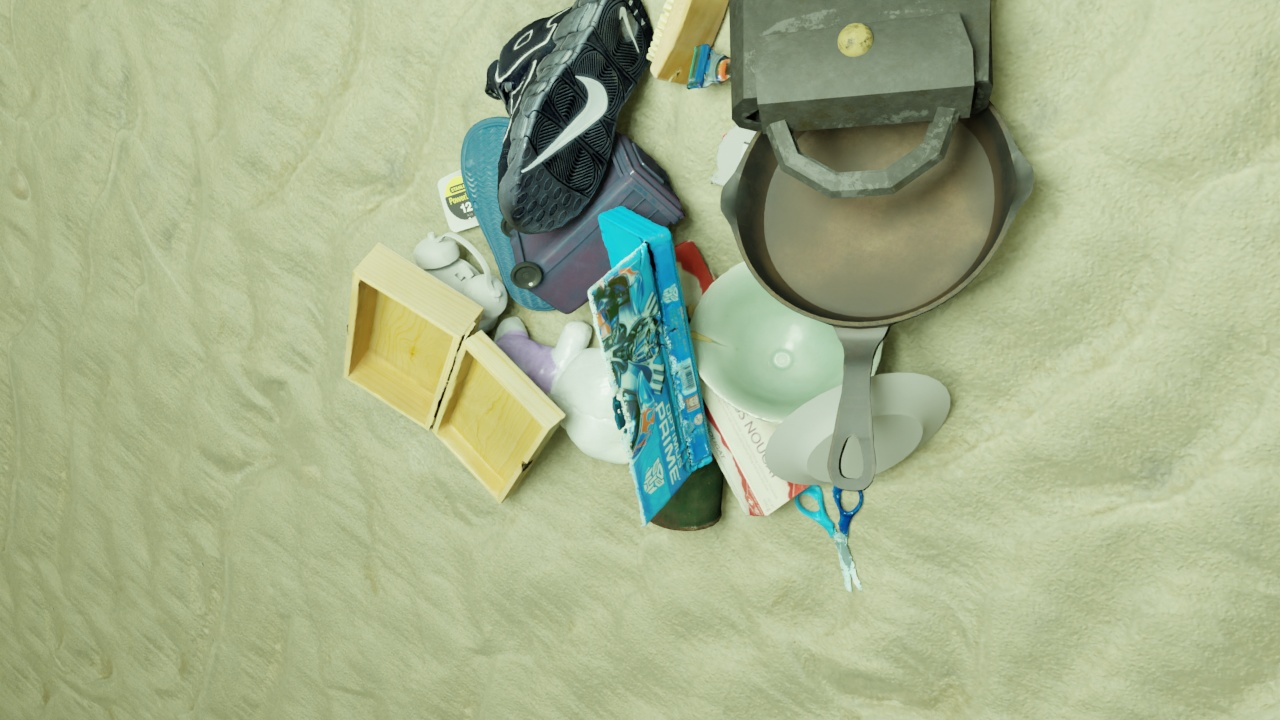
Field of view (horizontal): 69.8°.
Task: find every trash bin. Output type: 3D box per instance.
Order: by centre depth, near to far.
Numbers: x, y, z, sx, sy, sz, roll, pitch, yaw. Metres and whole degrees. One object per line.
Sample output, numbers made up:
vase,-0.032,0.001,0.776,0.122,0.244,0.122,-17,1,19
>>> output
trash bin,-0.047,-0.132,0.875,0.161,0.093,0.092,-40,129,19

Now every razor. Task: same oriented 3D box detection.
razor,0.109,-0.251,0.794,0.141,0.018,0.043,8,79,24

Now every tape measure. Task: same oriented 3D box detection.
tape measure,0.101,-0.185,0.853,0.060,0.020,0.062,22,116,18
tape measure,-0.187,-0.176,1.002,0.064,0.016,0.065,-11,102,29

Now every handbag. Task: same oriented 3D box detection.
handbag,0.164,-0.221,0.702,0.197,0.102,0.199,-2,83,15

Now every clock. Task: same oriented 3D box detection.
clock,-0.205,-0.072,0.997,0.120,0.060,0.160,41,142,10

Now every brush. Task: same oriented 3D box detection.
brush,0.044,-0.310,0.823,0.039,0.049,0.117,45,125,33

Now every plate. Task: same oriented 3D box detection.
plate,0.197,0.073,0.823,0.173,0.172,0.019,-42,45,31

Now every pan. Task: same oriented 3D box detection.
pan,0.185,-0.071,0.751,0.249,0.043,0.355,1,79,24

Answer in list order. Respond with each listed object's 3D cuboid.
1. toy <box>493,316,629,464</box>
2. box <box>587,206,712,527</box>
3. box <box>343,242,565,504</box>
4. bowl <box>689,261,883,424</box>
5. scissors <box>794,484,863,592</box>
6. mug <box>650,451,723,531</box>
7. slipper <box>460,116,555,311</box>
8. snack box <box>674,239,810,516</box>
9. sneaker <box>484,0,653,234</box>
toy,-0.075,0.028,0.982,0.209,0.085,0.138,17,113,26
box,0.016,0.002,0.809,0.075,0.166,0.244,-8,121,8
box,-0.209,0.027,0.991,0.257,0.076,0.248,44,149,4
bowl,0.135,-0.012,0.864,0.174,0.068,0.174,-3,69,7
scissors,0.208,0.182,0.933,0.073,0.016,0.134,-16,101,28
mug,0.037,0.117,0.961,0.111,0.084,0.081,25,119,48
slipper,-0.116,-0.150,0.953,0.104,0.059,0.214,-3,120,19
snack box,0.080,0.018,0.900,0.273,0.076,0.044,62,156,-4
sneaker,-0.098,-0.231,0.843,0.151,0.252,0.097,7,156,40
